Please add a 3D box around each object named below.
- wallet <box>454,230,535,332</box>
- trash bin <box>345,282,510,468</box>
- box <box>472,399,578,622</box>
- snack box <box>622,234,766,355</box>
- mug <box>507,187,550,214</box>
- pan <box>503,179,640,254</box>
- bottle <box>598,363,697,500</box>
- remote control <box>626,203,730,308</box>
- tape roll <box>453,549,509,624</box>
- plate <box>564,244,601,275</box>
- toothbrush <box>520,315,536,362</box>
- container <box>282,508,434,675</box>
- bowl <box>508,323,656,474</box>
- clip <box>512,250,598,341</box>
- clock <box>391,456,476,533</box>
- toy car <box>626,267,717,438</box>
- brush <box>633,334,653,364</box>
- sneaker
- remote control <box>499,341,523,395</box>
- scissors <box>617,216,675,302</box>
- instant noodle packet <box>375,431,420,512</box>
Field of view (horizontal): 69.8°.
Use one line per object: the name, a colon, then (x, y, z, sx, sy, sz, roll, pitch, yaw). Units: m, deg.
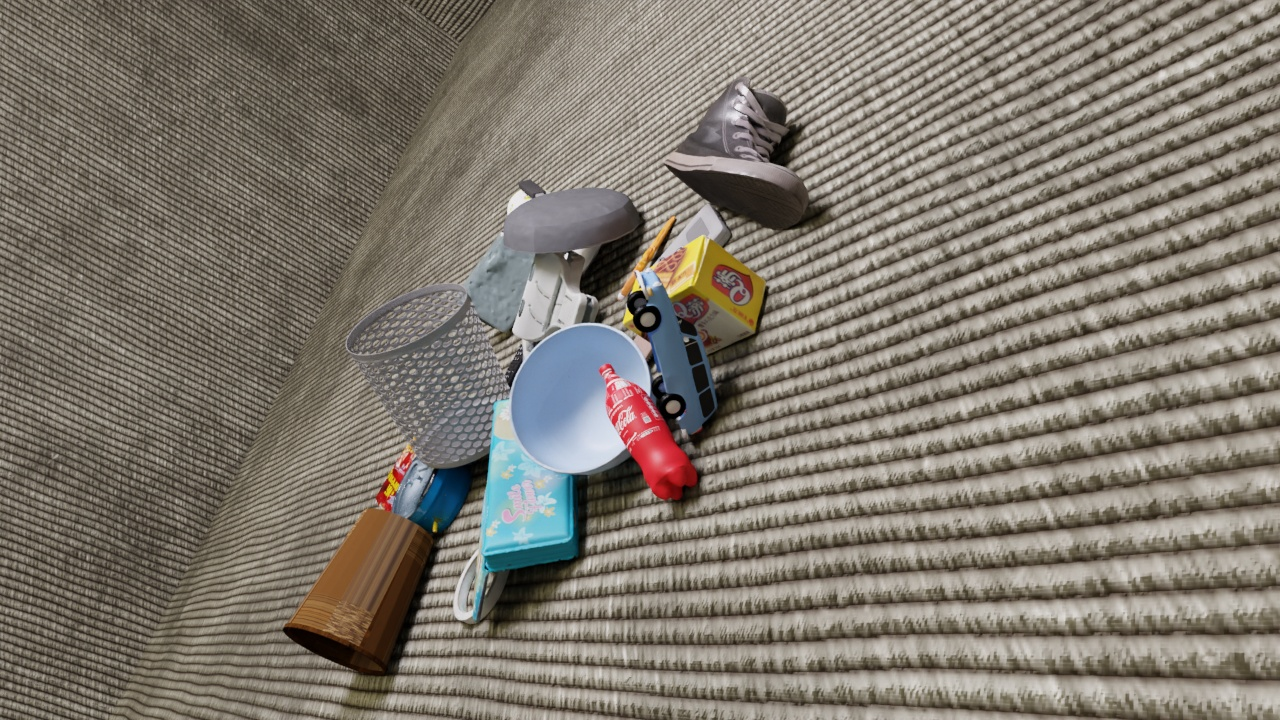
wallet: (-0.200, -0.116, 1.347, 0.132, 0.100, 0.054, -50, 23, 14)
trash bin: (-0.250, 0.022, 1.141, 0.156, 0.183, 0.156, -17, 30, 10)
box: (-0.139, 0.139, 0.976, 0.172, 0.084, 0.226, -37, 32, 22)
snack box: (0.051, -0.054, 0.861, 0.106, 0.083, 0.061, -27, 38, 48)
mug: (-0.162, -0.205, 1.398, 0.083, 0.082, 0.106, -45, 29, 24)
pan: (-0.120, -0.215, 1.248, 0.178, 0.041, 0.357, -15, 25, -14)
bottle: (0.001, 0.059, 0.812, 0.042, 0.041, 0.141, -46, 59, 23)
remote control: (0.037, -0.101, 1.009, 0.151, 0.019, 0.074, -48, 27, 19)
tape roll: (-0.174, 0.243, 1.008, 0.093, 0.013, 0.092, -41, 31, 31)
plate: (-0.084, -0.149, 1.281, 0.135, 0.011, 0.134, -41, 31, 31)
toothbrush: (-0.145, 0.000, 1.208, 0.024, 0.022, 0.185, -54, 29, 33)
container: (-0.337, 0.281, 1.133, 0.132, 0.132, 0.166, -24, 35, 49)
bowl: (-0.047, 0.046, 0.904, 0.151, 0.075, 0.150, -8, 67, 20)
clip: (-0.116, -0.077, 1.158, 0.151, 0.104, 0.127, -125, 51, -64)
clock: (-0.269, 0.156, 1.217, 0.117, 0.060, 0.161, -21, 43, 53)
toy car: (0.029, -0.009, 0.803, 0.055, 0.153, 0.056, -17, 22, -1)
brush: (-0.006, 0.006, 0.978, 0.136, 0.015, 0.050, -58, 24, 12)
sneaker: (0.116, -0.210, 0.918, 0.120, 0.095, 0.234, -52, 23, 4)
remote control: (-0.169, 0.001, 1.268, 0.030, 0.009, 0.140, 4, 65, 61)
scissors: (0.009, -0.121, 1.082, 0.128, 0.013, 0.065, -58, 3, -23)
instant noodle packet: (-0.336, 0.170, 1.342, 0.135, 0.039, 0.098, -58, 33, -3)
